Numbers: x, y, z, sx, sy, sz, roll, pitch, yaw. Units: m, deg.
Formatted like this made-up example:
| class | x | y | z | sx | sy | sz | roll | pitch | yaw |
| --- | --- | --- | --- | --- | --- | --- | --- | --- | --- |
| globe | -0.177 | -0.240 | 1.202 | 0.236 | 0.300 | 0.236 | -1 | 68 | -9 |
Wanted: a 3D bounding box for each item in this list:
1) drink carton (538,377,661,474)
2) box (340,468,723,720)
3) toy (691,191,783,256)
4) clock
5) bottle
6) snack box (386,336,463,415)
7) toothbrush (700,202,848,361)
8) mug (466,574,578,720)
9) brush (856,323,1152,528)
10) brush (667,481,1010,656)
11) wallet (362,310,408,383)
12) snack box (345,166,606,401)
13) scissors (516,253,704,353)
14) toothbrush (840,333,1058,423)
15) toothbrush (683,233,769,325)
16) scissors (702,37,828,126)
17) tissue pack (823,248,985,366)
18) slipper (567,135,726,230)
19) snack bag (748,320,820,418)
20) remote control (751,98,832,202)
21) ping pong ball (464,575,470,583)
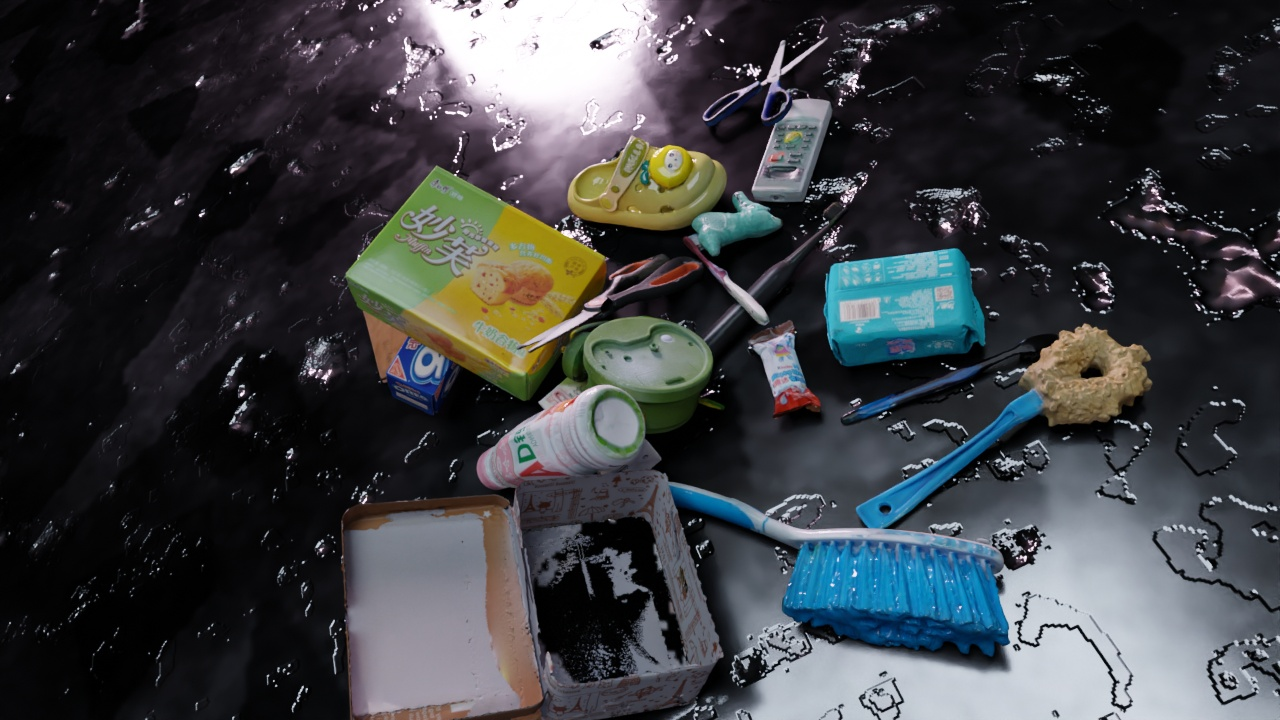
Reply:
| class | x | y | z | sx | sy | sz | roll | pitch | yaw |
| --- | --- | --- | --- | --- | --- | --- | --- | --- | --- |
| drink carton | -0.040 | 0.063 | 0.853 | 0.053 | 0.045 | 0.122 | -41 | 51 | -6 |
| box | -0.088 | 0.180 | 0.693 | 0.259 | 0.082 | 0.176 | -3 | 49 | -18 |
| toy | 0.097 | -0.142 | 0.939 | 0.092 | 0.030 | 0.096 | -12 | 43 | -10 |
| clock | -0.005 | 0.005 | 0.844 | 0.116 | 0.056 | 0.161 | -15 | 41 | -31 |
| bottle | -0.079 | 0.078 | 0.804 | 0.197 | 0.068 | 0.068 | -25 | 43 | 47 |
| snack box | -0.194 | -0.046 | 0.976 | 0.058 | 0.057 | 0.207 | 24 | 66 | 2 |
| toothbrush | 0.129 | -0.078 | 0.889 | 0.027 | 0.026 | 0.212 | 41 | 79 | 16 |
| mug | -0.098 | 0.238 | 0.743 | 0.078 | 0.078 | 0.122 | -38 | 55 | -5 |
| brush | 0.283 | 0.058 | 0.726 | 0.255 | 0.046 | 0.083 | -35 | 55 | 3 |
| brush | 0.124 | 0.153 | 0.721 | 0.315 | 0.060 | 0.109 | 0 | 53 | 26 |
| wallet | -0.260 | -0.041 | 1.038 | 0.101 | 0.020 | 0.115 | -29 | 54 | 5 |
| snack box | -0.162 | -0.078 | 0.923 | 0.210 | 0.070 | 0.157 | 29 | 66 | 6 |
| scissors | -0.020 | -0.057 | 0.866 | 0.149 | 0.022 | 0.234 | -3 | 24 | 20 |
| toothbrush | 0.260 | 0.018 | 0.778 | 0.190 | 0.016 | 0.014 | -23 | 61 | 11 |
| toothbrush | 0.084 | -0.083 | 0.896 | 0.017 | 0.016 | 0.187 | -25 | 37 | -7 |
| scissors | 0.144 | -0.311 | 1.039 | 0.163 | 0.012 | 0.174 | -24 | 39 | 16 |
| tissue pack | 0.230 | -0.046 | 0.808 | 0.134 | 0.050 | 0.093 | -6 | 54 | 19 |
| slipper | -0.004 | -0.195 | 0.993 | 0.191 | 0.081 | 0.091 | 4 | 62 | 29 |
| snack bag | 0.130 | 0.010 | 0.829 | 0.045 | 0.026 | 0.105 | -22 | 50 | 12 |
| remote control | 0.163 | -0.225 | 0.979 | 0.056 | 0.019 | 0.134 | 7 | 61 | 28 |
| ping pong ball | -0.153 | 0.183 | 0.824 | 0.040 | 0.040 | 0.040 | -11 | 54 | 16 |
